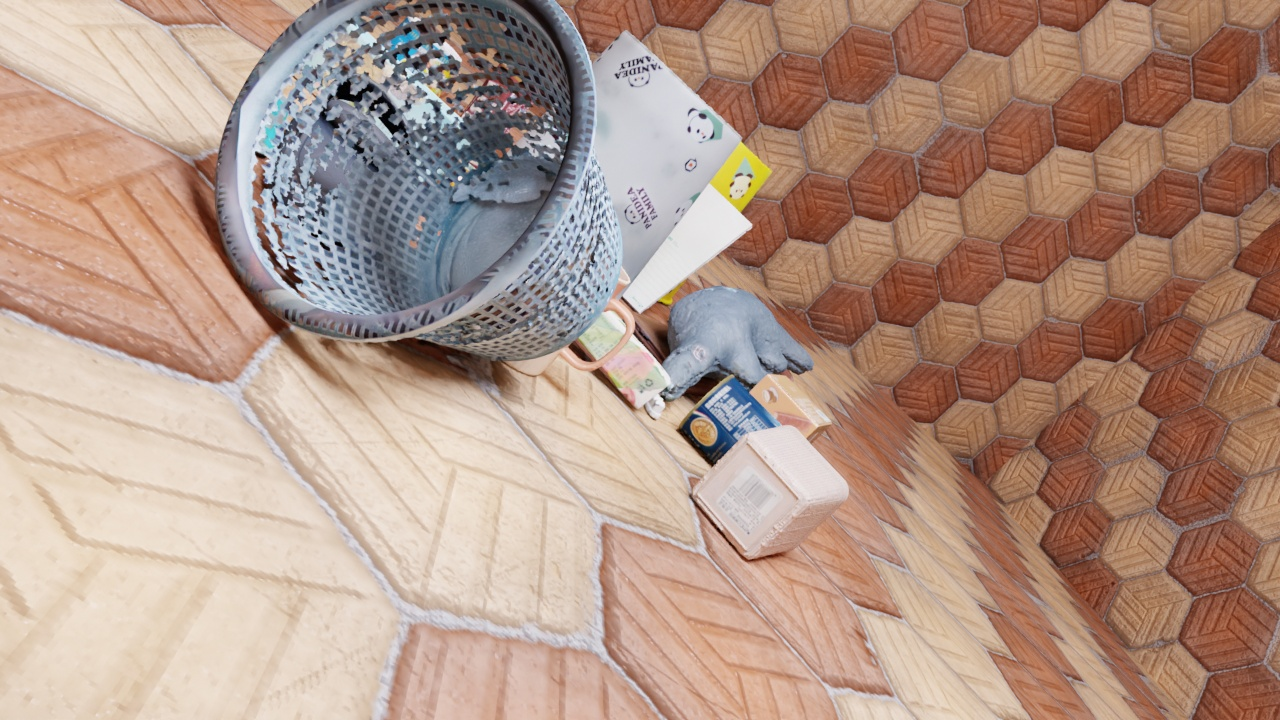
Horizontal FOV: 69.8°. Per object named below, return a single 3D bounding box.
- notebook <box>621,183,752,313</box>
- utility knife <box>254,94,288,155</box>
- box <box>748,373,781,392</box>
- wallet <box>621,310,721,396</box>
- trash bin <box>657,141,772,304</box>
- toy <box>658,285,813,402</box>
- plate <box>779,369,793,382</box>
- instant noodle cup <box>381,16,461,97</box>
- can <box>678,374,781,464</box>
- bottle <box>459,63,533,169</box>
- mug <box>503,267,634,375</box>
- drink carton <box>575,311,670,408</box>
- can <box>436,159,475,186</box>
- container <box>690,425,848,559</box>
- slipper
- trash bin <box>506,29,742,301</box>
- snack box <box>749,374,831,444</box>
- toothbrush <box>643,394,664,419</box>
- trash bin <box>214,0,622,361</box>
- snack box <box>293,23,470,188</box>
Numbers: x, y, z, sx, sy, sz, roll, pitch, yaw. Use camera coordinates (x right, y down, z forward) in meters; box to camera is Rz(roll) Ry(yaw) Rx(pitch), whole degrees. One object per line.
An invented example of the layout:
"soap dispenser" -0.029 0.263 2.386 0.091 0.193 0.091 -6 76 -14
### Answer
"notebook" 0.026 -0.173 1.243 0.150 0.208 0.012 46 -17 15
"utility knife" -0.291 -0.191 0.716 0.029 0.013 0.174 37 14 -29
"box" 0.123 0.010 1.170 0.163 0.086 0.076 44 27 -12
"wallet" 0.037 -0.003 1.076 0.101 0.032 0.124 19 27 -54
"trash bin" 0.047 -0.253 1.401 0.229 0.255 0.229 41 13 -12
"toy" 0.100 -0.022 1.052 0.355 0.092 0.138 -12 68 -58
"plate" 0.125 -0.014 1.272 0.192 0.039 0.192 39 -6 4
"instant noodle cup" -0.251 -0.304 0.984 0.099 0.110 0.099 41 12 -11
"can" 0.102 0.079 0.901 0.111 0.075 0.075 46 13 11
"bottle" -0.165 -0.293 1.060 0.057 0.175 0.057 41 13 -12
"mug" -0.063 -0.041 0.719 0.114 0.106 0.081 43 13 -2
"drink carton" -0.028 -0.015 0.854 0.122 0.045 0.053 49 5 -9
"can" -0.135 -0.128 0.886 0.146 0.058 0.058 39 14 -18
"container" 0.110 0.114 0.794 0.090 0.090 0.110 49 18 21
"slipper" -0.215 -0.165 0.720 0.110 0.083 0.267 39 15 -24
"trash bin" -0.032 -0.227 1.081 0.229 0.252 0.229 40 13 -12
"snack box" 0.141 0.074 0.992 0.077 0.094 0.092 47 14 16
"toothbrush" -0.006 0.006 0.944 0.016 0.016 0.180 26 19 -28
"trash bin" -0.108 -0.093 0.578 0.226 0.226 0.195 49 1 22
"snack box" -0.248 -0.249 0.900 0.175 0.074 0.051 43 12 -3
